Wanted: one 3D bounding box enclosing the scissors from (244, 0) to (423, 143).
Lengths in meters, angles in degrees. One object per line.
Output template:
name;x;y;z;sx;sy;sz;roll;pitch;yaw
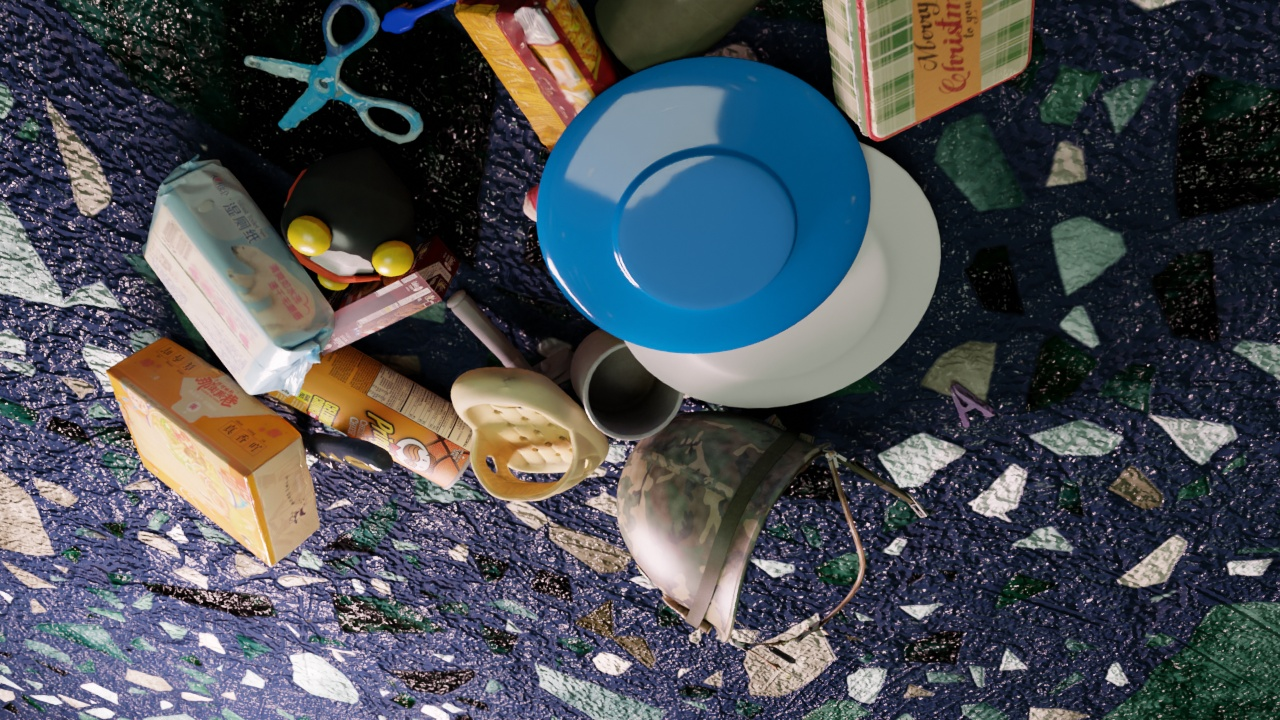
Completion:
scissors;-0.221;-0.210;0.662;0.134;0.012;0.135;17;133;-1

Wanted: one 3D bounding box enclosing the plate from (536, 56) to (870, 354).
plate;0.043;-0.087;0.612;0.224;0.024;0.225;-1;128;-1

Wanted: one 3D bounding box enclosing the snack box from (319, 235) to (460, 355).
snack box;-0.222;-0.054;0.775;0.141;0.050;0.032;-20;125;27

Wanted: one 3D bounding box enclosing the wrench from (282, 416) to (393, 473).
wrench;-0.281;0.080;0.844;0.073;0.022;0.274;45;156;-24

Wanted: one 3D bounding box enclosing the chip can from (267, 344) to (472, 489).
chip can;-0.254;0.036;0.846;0.215;0.075;0.075;32;130;-17

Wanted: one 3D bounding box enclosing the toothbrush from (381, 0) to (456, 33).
toothbrush;-0.092;-0.251;0.597;0.183;0.018;0.016;-15;127;20

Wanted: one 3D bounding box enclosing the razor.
razor;-0.124;-0.014;0.802;0.088;0.047;0.116;-28;113;31

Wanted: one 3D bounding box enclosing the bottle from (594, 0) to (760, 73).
bottle;0.063;-0.251;0.525;0.071;0.071;0.207;38;128;-21

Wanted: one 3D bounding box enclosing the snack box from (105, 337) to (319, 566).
snack box;-0.401;0.082;0.882;0.195;0.080;0.145;30;138;19

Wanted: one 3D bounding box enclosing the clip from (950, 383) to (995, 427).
clip;0.278;0.041;0.785;0.050;0.014;0.046;19;135;-10

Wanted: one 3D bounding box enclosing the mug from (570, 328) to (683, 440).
mug;-0.004;0.004;0.761;0.084;0.070;0.113;35;94;-22

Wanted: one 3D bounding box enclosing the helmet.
helmet;0.097;0.145;0.790;0.236;0.192;0.224;25;165;24

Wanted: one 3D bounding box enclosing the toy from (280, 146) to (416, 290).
toy;-0.227;-0.103;0.705;0.097;0.099;0.119;14;160;-27

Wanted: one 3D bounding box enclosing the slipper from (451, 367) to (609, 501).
slipper;-0.092;0.079;0.787;0.111;0.079;0.262;-3;158;6

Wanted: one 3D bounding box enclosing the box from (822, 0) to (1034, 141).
box;0.155;-0.227;0.494;0.117;0.050;0.206;-23;139;-2

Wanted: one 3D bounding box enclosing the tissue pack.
tissue pack;-0.315;-0.059;0.729;0.182;0.069;0.112;54;138;-3

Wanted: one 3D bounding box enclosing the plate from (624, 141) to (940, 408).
plate;0.099;-0.052;0.672;0.242;0.016;0.243;-2;129;-2

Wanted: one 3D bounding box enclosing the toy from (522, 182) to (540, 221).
toy;-0.017;-0.096;0.691;0.106;0.067;0.137;-33;126;29

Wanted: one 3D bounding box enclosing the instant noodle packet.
instant noodle packet;-0.057;-0.190;0.595;0.099;0.039;0.135;16;153;43
